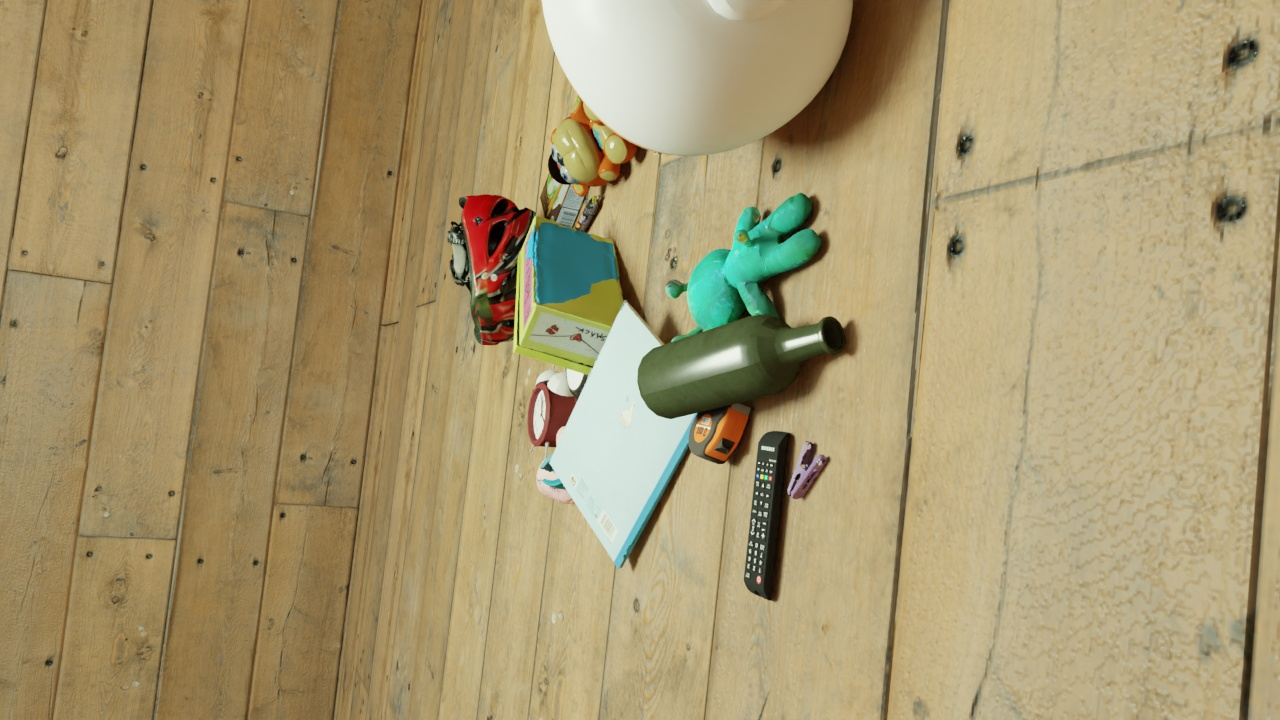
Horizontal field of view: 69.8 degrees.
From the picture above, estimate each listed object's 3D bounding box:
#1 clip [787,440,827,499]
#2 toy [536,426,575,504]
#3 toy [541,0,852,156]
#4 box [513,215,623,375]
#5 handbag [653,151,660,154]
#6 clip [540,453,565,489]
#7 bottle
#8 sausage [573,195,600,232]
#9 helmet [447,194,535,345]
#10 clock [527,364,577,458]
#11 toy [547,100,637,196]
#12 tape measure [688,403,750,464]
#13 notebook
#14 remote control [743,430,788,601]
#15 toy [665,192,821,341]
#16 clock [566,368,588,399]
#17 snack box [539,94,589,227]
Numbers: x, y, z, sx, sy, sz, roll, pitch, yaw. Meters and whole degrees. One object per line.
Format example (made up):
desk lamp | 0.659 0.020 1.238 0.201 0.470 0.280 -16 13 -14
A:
clip | 0.140 0.092 0.759 0.045 0.014 0.051 0 80 63
toy | -0.097 0.138 1.223 0.108 0.053 0.105 -2 69 57
toy | 0.048 -0.310 0.799 0.263 0.265 0.281 64 173 -2
box | -0.090 -0.085 1.150 0.220 0.124 0.080 -102 33 -53
handbag | 0.000 -0.300 1.120 0.128 0.054 0.079 -122 14 -56
clip | -0.077 0.120 1.153 0.120 0.027 0.103 -26 54 30
bottle | 0.087 0.001 0.810 0.207 0.071 0.071 -18 66 47
sausage | -0.090 -0.188 1.339 0.156 0.020 0.020 129 142 -49
helmet | -0.216 -0.140 1.411 0.271 0.167 0.218 -102 10 -54
clock | -0.123 0.067 1.301 0.096 0.048 0.137 -173 89 -66
toy | -0.067 -0.286 1.230 0.112 0.096 0.176 63 158 -2
tape measure | 0.077 0.069 0.878 0.058 0.038 0.058 3 72 65
notebook | -0.020 0.086 1.042 0.181 0.009 0.254 51 128 37
remote control | 0.111 0.135 0.803 0.033 0.015 0.146 -179 96 -66
toy | 0.090 -0.084 0.858 0.194 0.072 0.130 -38 48 45
clock | -0.065 0.008 1.196 0.123 0.043 0.091 -167 85 -66
snack box | -0.101 -0.289 1.376 0.101 0.031 0.186 -107 34 -43
